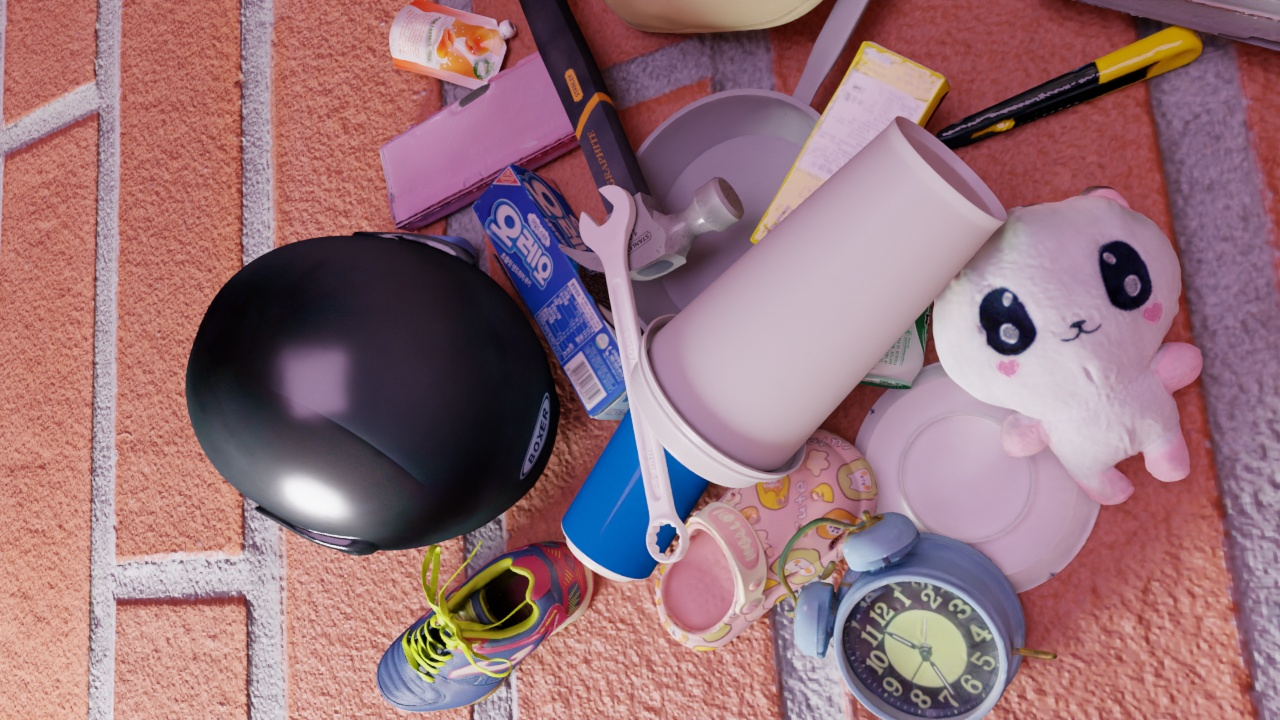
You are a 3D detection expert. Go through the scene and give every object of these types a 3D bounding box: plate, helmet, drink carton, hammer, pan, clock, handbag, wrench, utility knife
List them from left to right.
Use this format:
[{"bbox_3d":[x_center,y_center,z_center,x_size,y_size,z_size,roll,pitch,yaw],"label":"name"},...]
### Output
[{"bbox_3d":[-0.229,0.016,0.723,0.317,0.235,0.249,12,81,33],"label":"helmet"},{"bbox_3d":[-0.174,-0.295,0.857,0.122,0.038,0.069,23,97,24],"label":"drink carton"},{"bbox_3d":[-0.036,-0.204,0.719,0.140,0.035,0.312,-32,67,27],"label":"hammer"},{"bbox_3d":[-0.004,0.004,0.641,0.047,0.009,0.273,-20,72,32],"label":"wrench"},{"bbox_3d":[0.058,-0.323,0.660,0.233,0.088,0.191,37,96,45],"label":"handbag"},{"bbox_3d":[0.106,-0.165,0.663,0.201,0.050,0.357,37,103,28],"label":"pan"},{"bbox_3d":[0.161,0.160,0.573,0.162,0.060,0.118,33,110,15],"label":"clock"},{"bbox_3d":[0.212,0.075,0.595,0.157,0.014,0.157,-3,83,30],"label":"plate"},{"bbox_3d":[0.244,-0.161,0.596,0.214,0.028,0.020,-19,69,29],"label":"utility knife"}]

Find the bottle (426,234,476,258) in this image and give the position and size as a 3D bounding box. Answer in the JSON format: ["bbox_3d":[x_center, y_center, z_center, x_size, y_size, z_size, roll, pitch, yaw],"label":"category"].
[{"bbox_3d":[-0.215,-0.093,0.846,0.131,0.048,0.048,7,88,31],"label":"bottle"}]

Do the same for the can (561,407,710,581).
[{"bbox_3d":[0.007,0.086,0.677,0.079,0.078,0.146,37,103,28],"label":"can"}]

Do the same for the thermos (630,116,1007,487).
[{"bbox_3d":[0.103,-0.032,0.549,0.222,0.131,0.131,-48,63,31],"label":"thermos"}]

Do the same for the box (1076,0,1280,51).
[{"bbox_3d":[0.336,-0.228,0.523,0.216,0.063,0.081,29,77,30],"label":"box"}]

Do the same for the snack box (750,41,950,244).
[{"bbox_3d":[0.137,-0.128,0.606,0.061,0.025,0.149,35,104,22],"label":"snack box"}]

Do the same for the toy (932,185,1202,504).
[{"bbox_3d":[0.252,-0.005,0.535,0.139,0.101,0.179,-25,80,14],"label":"toy"}]

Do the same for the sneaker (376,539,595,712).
[{"bbox_3d":[-0.150,0.218,0.748,0.242,0.091,0.116,-39,69,22],"label":"sneaker"}]

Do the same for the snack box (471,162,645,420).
[{"bbox_3d":[-0.058,-0.057,0.745,0.059,0.059,0.226,-43,65,24],"label":"snack box"}]

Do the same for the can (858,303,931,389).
[{"bbox_3d":[0.165,-0.034,0.610,0.053,0.053,0.101,7,84,31],"label":"can"}]

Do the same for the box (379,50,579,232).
[{"bbox_3d":[-0.137,-0.197,0.819,0.233,0.037,0.098,-19,74,27],"label":"box"}]

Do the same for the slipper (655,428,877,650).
[{"bbox_3d":[0.069,0.123,0.633,0.198,0.081,0.093,-47,55,21],"label":"slipper"}]
